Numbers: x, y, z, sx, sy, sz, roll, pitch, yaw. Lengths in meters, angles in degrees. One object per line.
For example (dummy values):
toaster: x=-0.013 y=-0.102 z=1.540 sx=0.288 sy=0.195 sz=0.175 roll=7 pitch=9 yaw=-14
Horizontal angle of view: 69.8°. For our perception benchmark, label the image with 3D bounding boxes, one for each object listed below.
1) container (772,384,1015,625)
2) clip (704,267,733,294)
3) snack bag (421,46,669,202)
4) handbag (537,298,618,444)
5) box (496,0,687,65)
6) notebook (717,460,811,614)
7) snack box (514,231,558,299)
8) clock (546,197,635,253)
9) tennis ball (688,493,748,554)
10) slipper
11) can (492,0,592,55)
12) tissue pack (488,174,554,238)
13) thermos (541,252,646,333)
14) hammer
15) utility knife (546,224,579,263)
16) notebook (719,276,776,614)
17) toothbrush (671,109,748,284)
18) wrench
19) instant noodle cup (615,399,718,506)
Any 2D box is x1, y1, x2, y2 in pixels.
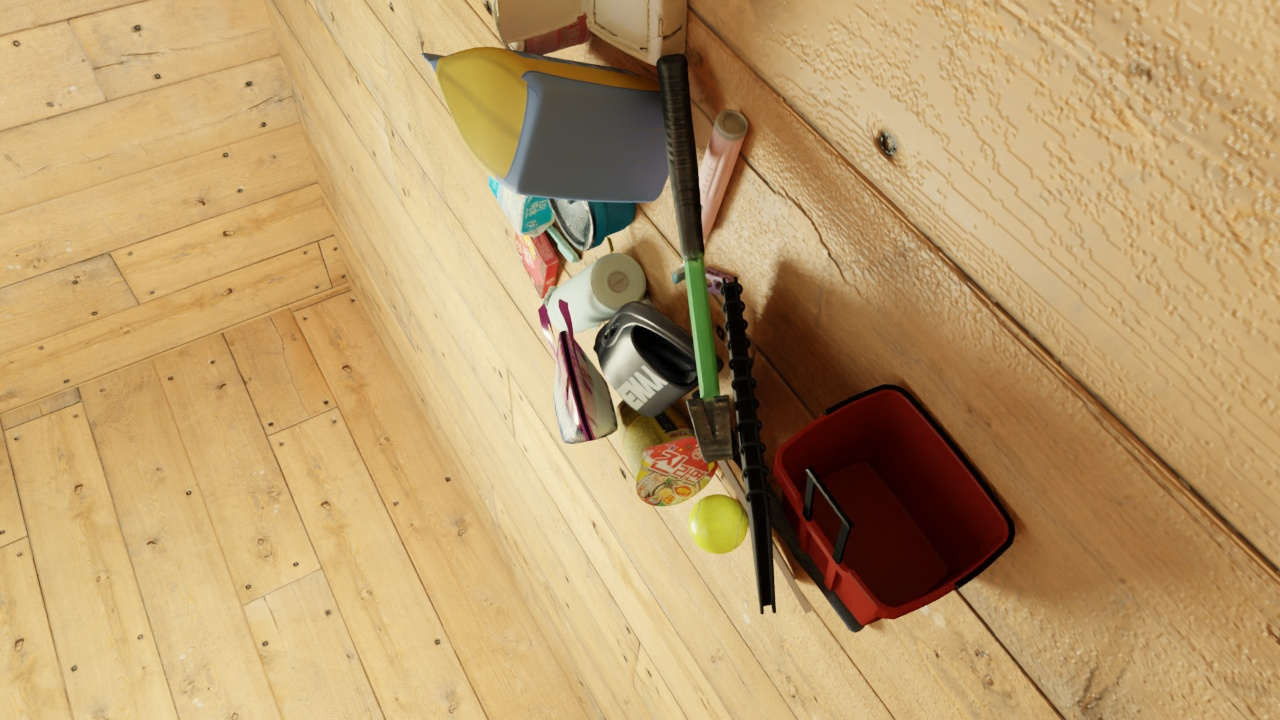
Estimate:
container: x=0.168 y=0.096 z=0.632 sx=0.148 sy=0.127 sz=0.201 roll=56 pitch=168 yaw=25
clip: x=0.070 y=-0.073 z=0.845 sx=0.052 sy=0.013 sz=0.036 roll=21 pitch=133 yaw=59
snack bag: x=-0.084 y=-0.226 z=0.813 sx=0.205 sy=0.158 sz=0.102 roll=45 pitch=127 yaw=39
handbag: x=-0.077 y=0.004 z=1.011 sx=0.144 sy=0.068 sz=0.170 roll=-107 pitch=3 yaw=-45
box: x=-0.051 y=-0.312 z=0.716 sx=0.187 sy=0.100 sz=0.145 roll=23 pitch=141 yaw=23
notebook: x=0.104 y=0.140 z=0.908 sx=0.209 sy=0.009 sz=0.142 roll=60 pitch=-178 yaw=4
snack box: x=-0.143 y=-0.146 z=1.251 sx=0.089 sy=0.021 sz=0.133 roll=61 pitch=165 yaw=10
clock: x=-0.052 y=-0.188 z=0.950 sx=0.116 sy=0.060 sz=0.162 roll=57 pitch=156 yaw=25
tennis ball: x=0.086 y=0.180 z=1.010 sx=0.065 sy=0.065 sz=0.065 roll=51 pitch=155 yaw=34
slipper: x=-0.006 y=0.006 z=0.968 sx=0.110 sy=0.083 sz=0.268 roll=39 pitch=167 yaw=-11
can: x=-0.091 y=-0.324 z=0.865 sx=0.067 sy=0.076 sz=0.067 roll=51 pitch=155 yaw=35
tissue pack: x=-0.141 y=-0.221 z=1.124 sx=0.093 sy=0.061 sz=0.145 roll=59 pitch=161 yaw=13
thermos: x=-0.057 y=-0.074 z=1.078 sx=0.078 sy=0.065 sz=0.207 roll=27 pitch=166 yaw=-15
hammer: x=0.042 y=-0.079 z=0.716 sx=0.130 sy=0.032 sz=0.318 roll=23 pitch=-119 yaw=-83
utility knife: x=-0.121 y=-0.173 z=1.191 sx=0.158 sy=0.015 sz=0.022 roll=50 pitch=176 yaw=36
notebook: x=0.089 y=0.065 z=0.757 sx=0.169 sy=0.019 sz=0.231 roll=78 pitch=-173 yaw=-50
toothbrush: x=0.054 y=-0.130 z=0.798 sx=0.027 sy=0.026 sz=0.223 roll=49 pitch=155 yaw=17
wrench: x=0.128 y=0.143 z=0.882 sx=0.273 sy=0.022 sz=0.073 roll=55 pitch=-177 yaw=8
instant noodle cup: x=0.021 y=0.093 z=1.047 sx=0.112 sy=0.100 sz=0.100 roll=-124 pitch=21 yaw=-48
